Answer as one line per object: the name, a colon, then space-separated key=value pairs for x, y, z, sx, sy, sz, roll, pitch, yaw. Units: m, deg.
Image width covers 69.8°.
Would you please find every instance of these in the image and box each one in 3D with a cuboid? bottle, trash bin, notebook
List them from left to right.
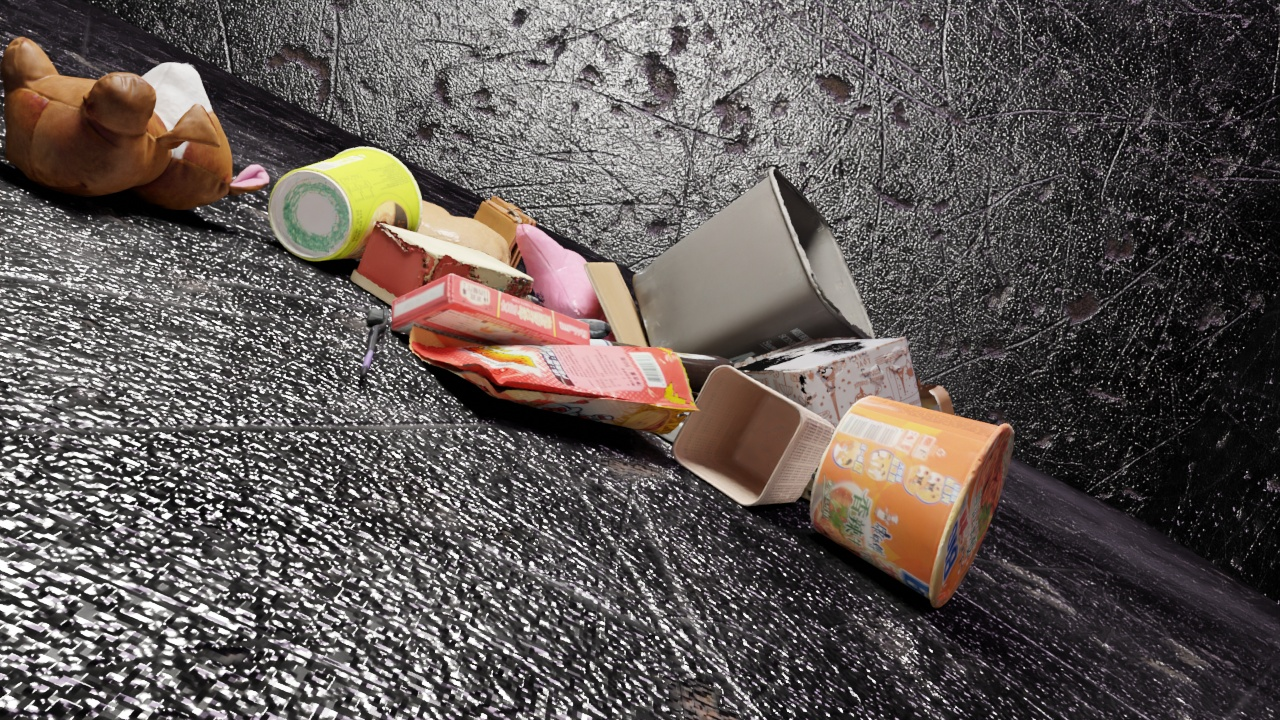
notebook: x=-0.014 y=-0.042 z=1.033 sx=0.211 sy=0.012 sz=0.149 roll=-45 pitch=111 yaw=-81
bottle: x=-0.005 y=0.005 z=0.880 sx=0.194 sy=0.044 sz=0.080 roll=9 pitch=0 yaw=-31
trash bin: x=0.130 y=-0.074 z=1.100 sx=0.199 sy=0.220 sz=0.198 roll=26 pitch=42 yaw=-54

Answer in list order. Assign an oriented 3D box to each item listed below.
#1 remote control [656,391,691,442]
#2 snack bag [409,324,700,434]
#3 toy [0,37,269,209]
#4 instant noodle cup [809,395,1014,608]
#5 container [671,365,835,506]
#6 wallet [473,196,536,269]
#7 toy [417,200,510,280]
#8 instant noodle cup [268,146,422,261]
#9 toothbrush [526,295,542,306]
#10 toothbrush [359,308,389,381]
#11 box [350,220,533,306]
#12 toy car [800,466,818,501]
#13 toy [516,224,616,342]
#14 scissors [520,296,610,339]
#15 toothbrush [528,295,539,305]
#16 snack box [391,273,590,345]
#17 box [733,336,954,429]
remote control: x=0.038 y=0.055 z=0.877 sx=0.058 sy=0.021 sz=0.150 roll=26 pitch=7 yaw=-3
snack bag: x=-0.061 y=0.012 z=0.708 sx=0.207 sy=0.073 sz=0.129 roll=10 pitch=10 yaw=-38
toy: x=-0.381 y=-0.174 z=0.700 sx=0.140 sy=0.130 sz=0.199 roll=22 pitch=-2 yaw=10
instant noodle cup: x=0.210 y=0.101 z=0.723 sx=0.111 sy=0.151 sz=0.151 roll=22 pitch=5 yaw=31
container: x=0.101 y=0.067 z=0.771 sx=0.090 sy=0.090 sz=0.110 roll=31 pitch=6 yaw=30
wallet: x=-0.183 y=-0.145 z=1.136 sx=0.031 sy=0.108 sz=0.132 roll=23 pitch=8 yaw=-38
toy: x=-0.253 y=-0.140 z=1.017 sx=0.226 sy=0.082 sz=0.143 roll=23 pitch=7 yaw=4
instant noodle cup: x=-0.278 y=-0.139 z=0.849 sx=0.111 sy=0.112 sz=0.123 roll=27 pitch=17 yaw=1
toothbrush: x=-0.066 y=-0.037 z=1.154 sx=0.181 sy=0.018 sz=0.015 roll=26 pitch=5 yaw=-14
toothbrush: x=-0.187 y=-0.015 z=0.636 sx=0.016 sy=0.014 sz=0.189 roll=16 pitch=11 yaw=-16
box: x=-0.177 y=-0.082 z=0.868 sx=0.091 sy=0.077 sz=0.168 roll=29 pitch=9 yaw=25
toy car: x=0.179 y=0.119 z=0.863 sx=0.090 sy=0.035 sz=0.042 roll=21 pitch=11 yaw=-24
toy: x=-0.079 y=-0.077 z=1.052 sx=0.194 sy=0.074 sz=0.178 roll=52 pitch=1 yaw=-12
scissors: x=-0.084 y=-0.034 z=0.826 sx=0.165 sy=0.014 sz=0.164 roll=-1 pitch=-15 yaw=-28
toothbrush: x=-0.124 y=-0.045 z=1.008 sx=0.020 sy=0.029 sz=0.189 roll=-16 pitch=12 yaw=0
snack box: x=-0.118 y=-0.028 z=0.746 sx=0.075 sy=0.025 sz=0.152 roll=-18 pitch=-24 yaw=37
box: x=0.200 y=0.075 z=0.935 sx=0.157 sy=0.205 sz=0.181 roll=-23 pitch=11 yaw=-22
